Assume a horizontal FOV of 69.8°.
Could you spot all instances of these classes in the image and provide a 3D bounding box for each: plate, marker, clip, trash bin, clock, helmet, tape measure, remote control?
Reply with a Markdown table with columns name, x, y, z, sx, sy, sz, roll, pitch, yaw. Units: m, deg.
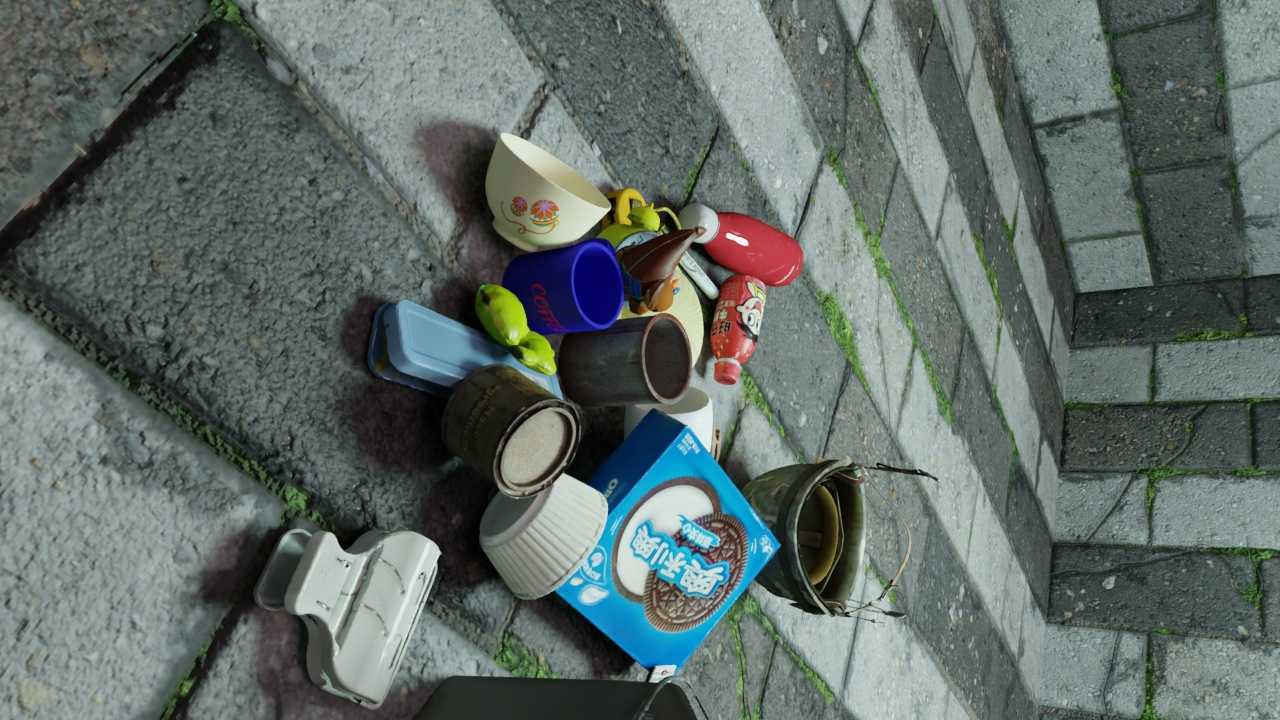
| name | x | y | z | sx | sy | sz | roll | pitch | yaw |
| --- | --- | --- | --- | --- | --- | --- | --- | --- | --- |
| plate | 0.030 | -0.043 | 1.048 | 0.184 | 0.036 | 0.184 | 9 | 79 | -54 |
| marker | 0.057 | -0.119 | 1.112 | 0.146 | 0.017 | 0.017 | 44 | 52 | -44 |
| clip | 0.086 | 0.107 | 1.125 | 0.049 | 0.026 | 0.061 | 2 | 77 | -59 |
| clip | -0.201 | 0.176 | 0.668 | 0.151 | 0.089 | 0.125 | 58 | 40 | -48 |
| trash bin | -0.072 | 0.351 | 0.698 | 0.196 | 0.221 | 0.197 | -49 | 125 | -46 |
| clock | -0.001 | -0.109 | 0.957 | 0.119 | 0.057 | 0.083 | -44 | 127 | -10 |
| helmet | 0.234 | 0.216 | 1.132 | 0.224 | 0.237 | 0.192 | 23 | 73 | -40 |
| tape measure | -0.014 | -0.158 | 1.003 | 0.068 | 0.030 | 0.059 | -5 | 92 | -56 |
| remote control | 0.002 | 0.363 | 0.939 | 0.028 | 0.012 | 0.124 | 12 | 105 | -38 |

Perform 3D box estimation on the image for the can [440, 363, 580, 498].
| name | x | y | z | sx | sy | sz | roll | pitch | yaw |
| --- | --- | --- | --- | --- | --- | --- | --- | --- | --- |
| can | -0.106 | 0.058 | 0.757 | 0.089 | 0.075 | 0.090 | -27 | 132 | -36 |

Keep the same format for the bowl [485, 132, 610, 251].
| name | x | y | z | sx | sy | sz | roll | pitch | yaw |
| --- | --- | --- | --- | --- | --- | --- | --- | --- | --- |
| bowl | -0.096 | -0.142 | 0.837 | 0.117 | 0.118 | 0.074 | 12 | 119 | -54 |

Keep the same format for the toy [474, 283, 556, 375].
| name | x | y | z | sx | sy | sz | roll | pitch | yaw |
| --- | --- | --- | --- | --- | --- | --- | --- | --- | --- |
| toy | -0.111 | -0.028 | 0.813 | 0.093 | 0.036 | 0.094 | 45 | 12 | -28 |

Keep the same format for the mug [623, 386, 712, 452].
| name | x | y | z | sx | sy | sz | roll | pitch | yaw |
| --- | --- | --- | --- | --- | --- | --- | --- | --- | --- |
| mug | 0.025 | 0.074 | 0.968 | 0.115 | 0.094 | 0.068 | -36 | 132 | -59 |

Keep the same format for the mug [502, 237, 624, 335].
| name | x | y | z | sx | sy | sz | roll | pitch | yaw |
| --- | --- | --- | --- | --- | --- | --- | --- | --- | --- |
| mug | -0.066 | -0.077 | 0.873 | 0.079 | 0.084 | 0.111 | 59 | 43 | -33 |

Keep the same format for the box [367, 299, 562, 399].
| name | x | y | z | sx | sy | sz | roll | pitch | yaw |
| --- | --- | --- | --- | --- | --- | --- | --- | --- | --- |
| box | -0.151 | 0.007 | 0.802 | 0.209 | 0.052 | 0.067 | 26 | 43 | -53 |

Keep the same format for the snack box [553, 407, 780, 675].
| name | x | y | z | sx | sy | sz | roll | pitch | yaw |
| --- | --- | --- | --- | --- | --- | --- | --- | --- | --- |
| snack box | 0.019 | 0.192 | 0.921 | 0.195 | 0.056 | 0.239 | -48 | 131 | -12 |

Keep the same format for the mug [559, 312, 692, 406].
| name | x | y | z | sx | sy | sz | roll | pitch | yaw |
| --- | --- | --- | --- | --- | --- | --- | --- | --- | --- |
| mug | -0.006 | 0.005 | 0.933 | 0.123 | 0.110 | 0.096 | 28 | 69 | -51 |

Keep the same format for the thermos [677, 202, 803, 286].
| name | x | y | z | sx | sy | sz | roll | pitch | yaw |
| --- | --- | --- | --- | --- | --- | --- | --- | --- | --- |
| thermos | 0.125 | -0.149 | 1.163 | 0.239 | 0.073 | 0.073 | 12 | 76 | -53 |

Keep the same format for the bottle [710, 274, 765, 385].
| name | x | y | z | sx | sy | sz | roll | pitch | yaw |
| --- | --- | --- | --- | --- | --- | --- | --- | --- | --- |
| bottle | 0.119 | -0.036 | 1.152 | 0.062 | 0.062 | 0.137 | 40 | 54 | -45 |

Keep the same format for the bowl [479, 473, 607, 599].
| name | x | y | z | sx | sy | sz | roll | pitch | yaw |
| --- | --- | --- | --- | --- | --- | --- | --- | --- | --- |
| bowl | -0.092 | 0.142 | 0.800 | 0.062 | 0.116 | 0.115 | 46 | 49 | -23 |

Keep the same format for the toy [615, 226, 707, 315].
| name | x | y | z | sx | sy | sz | roll | pitch | yaw |
| --- | --- | --- | --- | --- | --- | --- | --- | --- | --- |
| toy | 0.027 | -0.089 | 0.907 | 0.070 | 0.103 | 0.090 | 54 | -3 | 28 |
